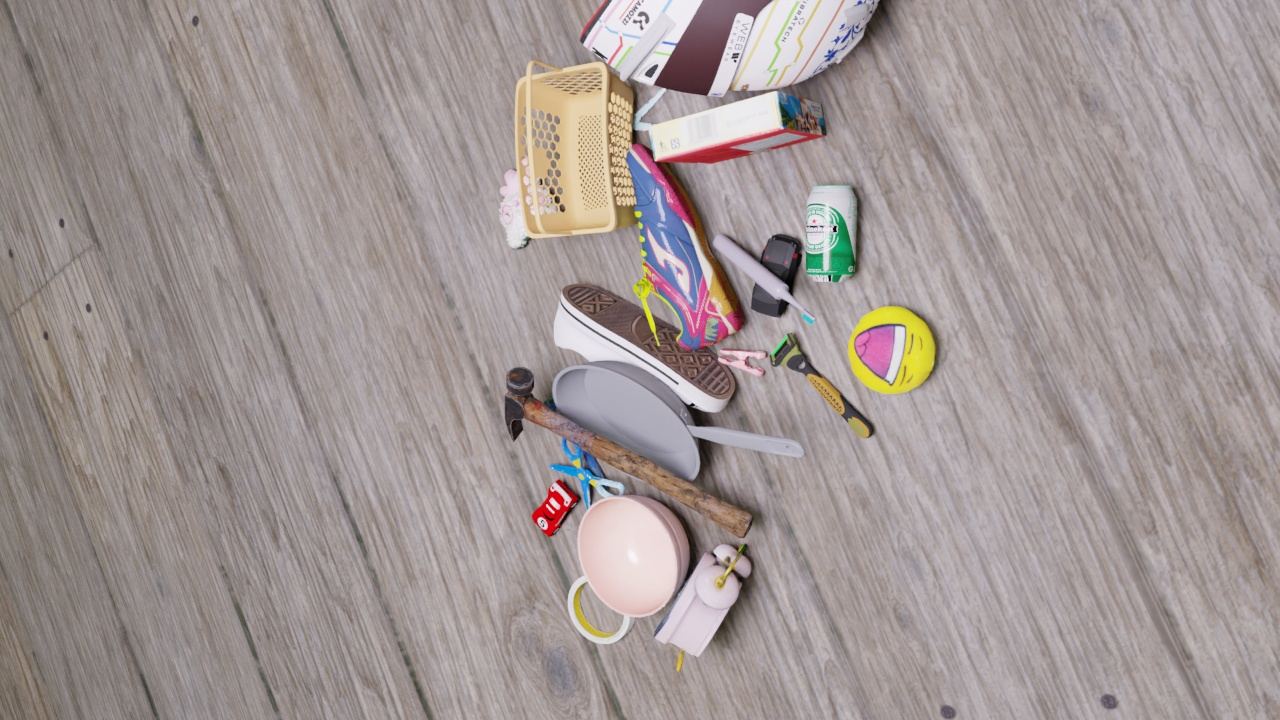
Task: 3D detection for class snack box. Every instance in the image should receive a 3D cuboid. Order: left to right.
[{"bbox_3d":[0.105,-0.241,0.967,0.143,0.144,0.040,-8,96,29],"label":"snack box"}]

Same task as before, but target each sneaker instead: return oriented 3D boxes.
[{"bbox_3d":[-0.007,0.006,1.099,0.245,0.091,0.097,29,121,18],"label":"sneaker"},{"bbox_3d":[0.027,-0.125,1.041,0.091,0.116,0.242,-25,91,19],"label":"sneaker"}]

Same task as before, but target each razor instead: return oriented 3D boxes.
[{"bbox_3d":[-0.077,0.106,1.185,0.044,0.018,0.141,-29,87,30],"label":"razor"},{"bbox_3d":[0.204,0.033,1.023,0.144,0.021,0.044,48,133,15],"label":"razor"}]

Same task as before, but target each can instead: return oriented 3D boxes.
[{"bbox_3d":[0.204,-0.135,0.981,0.053,0.053,0.101,4,99,27],"label":"can"}]

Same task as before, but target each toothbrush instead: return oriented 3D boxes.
[{"bbox_3d":[0.134,-0.089,0.994,0.019,0.018,0.188,-61,40,18],"label":"toothbrush"}]

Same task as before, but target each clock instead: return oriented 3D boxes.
[{"bbox_3d":[0.078,0.275,1.074,0.059,0.116,0.158,32,111,9],"label":"clock"}]

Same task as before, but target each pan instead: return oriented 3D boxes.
[{"bbox_3d":[0.042,0.073,1.025,0.357,0.050,0.201,-1,132,44],"label":"pan"}]

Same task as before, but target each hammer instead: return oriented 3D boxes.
[{"bbox_3d":[-0.020,0.122,1.083,0.330,0.033,0.120,27,142,15],"label":"hammer"}]

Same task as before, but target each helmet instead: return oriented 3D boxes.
[{"bbox_3d":[0.115,-0.380,0.893,0.236,0.230,0.315,31,108,-8],"label":"helmet"}]

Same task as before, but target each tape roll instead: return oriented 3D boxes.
[{"bbox_3d":[-0.051,0.323,1.201,0.094,0.019,0.094,4,100,27],"label":"tape roll"}]

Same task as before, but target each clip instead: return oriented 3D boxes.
[{"bbox_3d":[0.121,-0.005,1.063,0.060,0.023,0.045,37,108,17],"label":"clip"}]

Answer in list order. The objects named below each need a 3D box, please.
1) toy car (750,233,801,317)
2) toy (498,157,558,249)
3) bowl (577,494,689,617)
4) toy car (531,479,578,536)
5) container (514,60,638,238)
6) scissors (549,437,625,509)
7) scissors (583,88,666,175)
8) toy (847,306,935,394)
[{"bbox_3d":[0.150,-0.095,1.025,0.042,0.036,0.092,19,106,24],"label":"toy car"},{"bbox_3d":[-0.148,-0.202,1.169,0.096,0.041,0.109,-18,82,30],"label":"toy"},{"bbox_3d":[0.003,0.230,1.122,0.153,0.076,0.153,8,102,37],"label":"bowl"},{"bbox_3d":[-0.115,0.196,1.208,0.038,0.025,0.090,44,123,16],"label":"toy car"},{"bbox_3d":[-0.083,-0.233,1.038,0.129,0.166,0.183,0,96,27],"label":"container"},{"bbox_3d":[-0.069,0.145,1.167,0.130,0.013,0.125,21,131,34],"label":"scissors"},{"bbox_3d":[-0.015,-0.272,1.103,0.129,0.014,0.119,9,98,24],"label":"scissors"},{"bbox_3d":[0.266,-0.010,0.973,0.094,0.041,0.095,18,108,29],"label":"toy"}]
